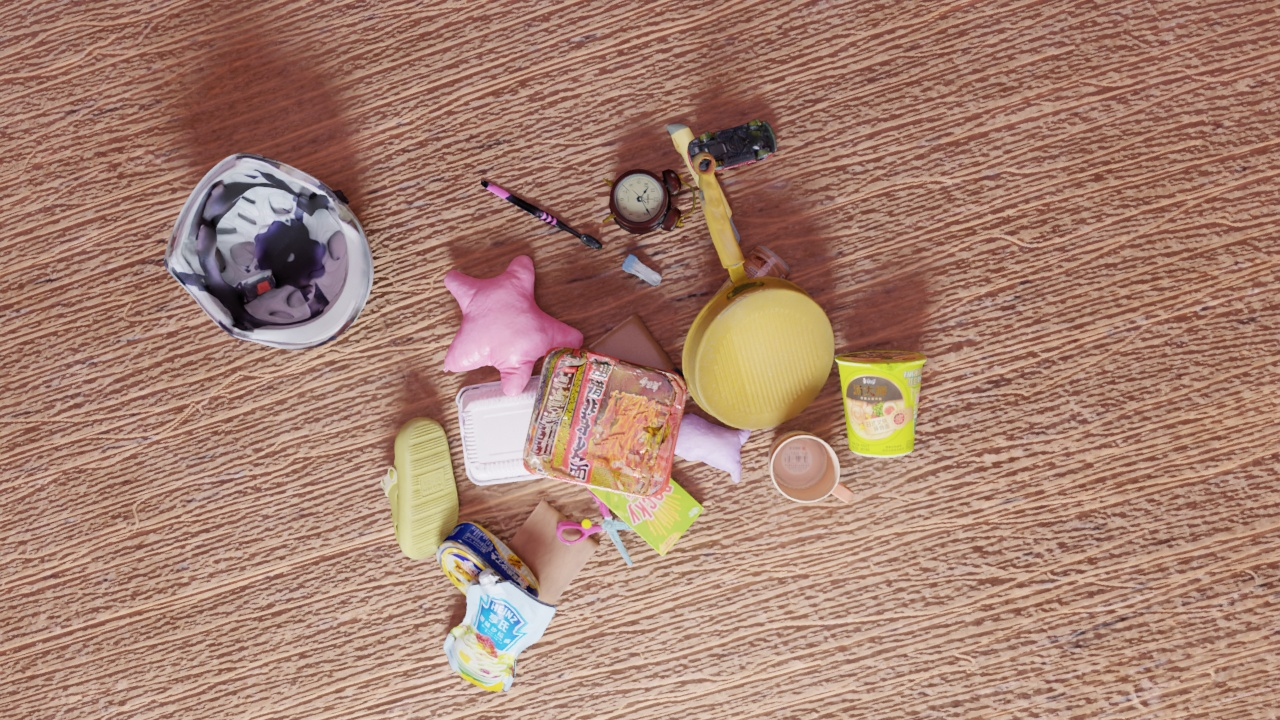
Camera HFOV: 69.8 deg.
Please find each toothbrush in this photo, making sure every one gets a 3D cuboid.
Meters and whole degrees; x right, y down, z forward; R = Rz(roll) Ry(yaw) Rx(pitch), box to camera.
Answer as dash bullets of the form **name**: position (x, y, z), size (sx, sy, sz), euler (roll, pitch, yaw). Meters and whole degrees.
- **toothbrush**: position (-0.134, -0.196, 1.231), size (0.189, 0.017, 0.014), euler (29, 95, 5)

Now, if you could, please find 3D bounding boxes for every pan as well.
- **pan**: position (0.125, -0.081, 1.132), size (0.197, 0.078, 0.358), euler (-21, 117, -10)

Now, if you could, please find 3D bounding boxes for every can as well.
- **can**: position (-0.201, 0.281, 1.211), size (0.148, 0.049, 0.075), euler (45, 122, -3)
- **can**: position (0.137, -0.089, 1.188), size (0.058, 0.058, 0.116), euler (40, 93, 3)

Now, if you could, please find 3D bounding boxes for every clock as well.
- **clock**: position (0.011, -0.209, 1.199), size (0.122, 0.055, 0.082), euler (0, 91, 3)

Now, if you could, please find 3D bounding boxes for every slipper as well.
- **slipper**: position (-0.299, 0.166, 1.226), size (0.082, 0.091, 0.190), euler (9, 104, 44)

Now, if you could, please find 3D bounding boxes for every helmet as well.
- **helmet**: position (-0.459, -0.135, 1.195), size (0.258, 0.146, 0.229), euler (32, 94, -5)

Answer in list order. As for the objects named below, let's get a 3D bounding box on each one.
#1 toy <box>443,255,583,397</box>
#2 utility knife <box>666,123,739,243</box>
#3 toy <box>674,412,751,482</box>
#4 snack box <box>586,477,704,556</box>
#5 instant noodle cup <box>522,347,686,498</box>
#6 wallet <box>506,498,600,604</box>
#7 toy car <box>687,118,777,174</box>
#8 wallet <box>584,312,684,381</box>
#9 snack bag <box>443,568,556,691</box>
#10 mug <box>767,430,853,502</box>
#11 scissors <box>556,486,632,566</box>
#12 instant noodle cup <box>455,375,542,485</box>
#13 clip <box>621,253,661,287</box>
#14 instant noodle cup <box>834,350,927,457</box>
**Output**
- **toy**: position (-0.191, -0.047, 1.205), size (0.178, 0.075, 0.194), euler (-35, 78, -7)
- **utility knife**: position (0.087, -0.232, 1.210), size (0.031, 0.020, 0.188), euler (-27, 83, 9)
- **toy**: position (0.089, 0.105, 1.206), size (0.108, 0.039, 0.083), euler (16, 75, 8)
- **snack box**: position (-0.001, 0.174, 1.211), size (0.156, 0.026, 0.085), euler (43, 81, 3)
- **instant noodle cup**: position (-0.044, 0.077, 1.150), size (0.188, 0.079, 0.164), euler (14, 88, -8)
- **wallet**: position (-0.127, 0.260, 1.236), size (0.101, 0.020, 0.115), euler (39, 96, 3)
- **toy car**: position (0.118, -0.276, 1.193), size (0.120, 0.045, 0.053), euler (-16, 87, -10)
- **wallet**: position (-0.007, 0.007, 1.216), size (0.090, 0.033, 0.115), euler (-37, 87, 1)
- **snack bag**: position (-0.188, 0.351, 1.189), size (0.110, 0.038, 0.191), euler (35, 124, 11)
- **mug**: position (0.216, 0.139, 1.161), size (0.114, 0.106, 0.081), euler (32, 93, 3)
- **scissors**: position (-0.045, 0.211, 1.224), size (0.133, 0.017, 0.131), euler (3, 78, -7)
- **instant noodle cup**: position (-0.160, 0.093, 1.216), size (0.173, 0.060, 0.138), euler (-8, 90, 6)
- **clip**: position (0.003, -0.118, 1.219), size (0.058, 0.045, 0.027), euler (35, 90, -6)
- **instant noodle cup**: position (0.304, 0.055, 1.158), size (0.112, 0.111, 0.123), euler (-3, 98, 5)
